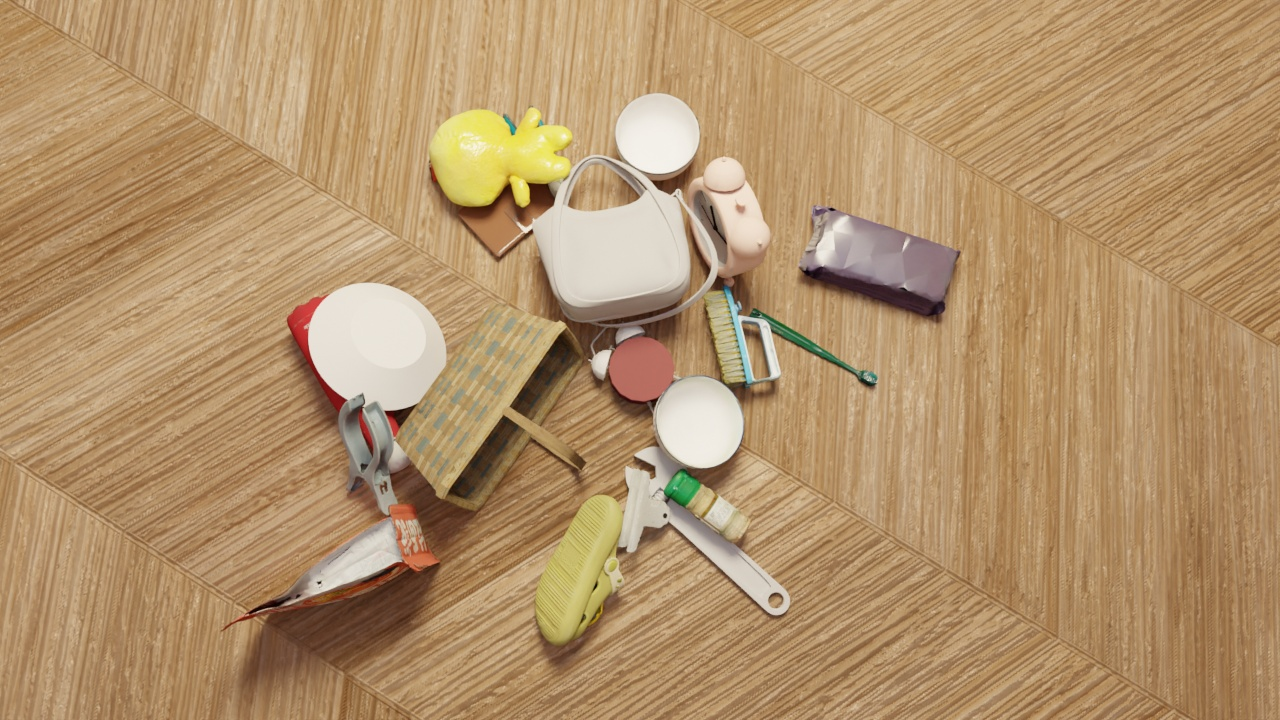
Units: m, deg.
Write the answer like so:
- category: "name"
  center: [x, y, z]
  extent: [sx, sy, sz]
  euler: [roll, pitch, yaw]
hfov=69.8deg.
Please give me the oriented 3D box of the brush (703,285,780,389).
- category: "brush"
  center: [0.130, -0.033, 1.192]
  extent: [0.075, 0.055, 0.135]
  euler: [-13, 81, 0]

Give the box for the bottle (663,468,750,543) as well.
- category: "bottle"
  center: [0.084, 0.182, 1.145]
  extent: [0.111, 0.043, 0.043]
  euler: [37, 81, 0]

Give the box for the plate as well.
- category: "plate"
  center: [-0.318, -0.026, 1.138]
  extent: [0.173, 0.036, 0.173]
  euler: [15, 60, -28]

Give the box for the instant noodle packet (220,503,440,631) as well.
- category: "instant noodle packet"
  center: [-0.362, 0.251, 1.073]
  extent: [0.221, 0.164, 0.084]
  euler: [-25, 84, -6]

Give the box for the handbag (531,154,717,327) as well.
- category: "handbag"
  center: [-0.026, -0.163, 1.164]
  extent: [0.215, 0.096, 0.222]
  euler: [-11, 69, -5]

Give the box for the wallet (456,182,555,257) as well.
- category: "wallet"
  center: [-0.173, -0.205, 1.230]
  extent: [0.121, 0.013, 0.087]
  euler: [-43, 83, -10]

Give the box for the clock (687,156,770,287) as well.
- category: "clock"
  center: [0.118, -0.177, 1.162]
  extent: [0.086, 0.160, 0.131]
  euler: [-21, 82, -6]

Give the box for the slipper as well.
- category: "slipper"
  center: [-0.063, 0.260, 1.134]
  extent: [0.081, 0.092, 0.190]
  euler: [24, 90, -38]

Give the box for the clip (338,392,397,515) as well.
- category: "clip"
  center: [-0.342, 0.106, 1.115]
  extent: [0.106, 0.164, 0.027]
  euler: [23, 37, 28]

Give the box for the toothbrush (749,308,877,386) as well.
- category: "toothbrush"
  center: [0.230, -0.018, 1.213]
  extent: [0.190, 0.017, 0.016]
  euler: [30, 81, 2]

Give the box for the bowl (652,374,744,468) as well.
- category: "bowl"
  center: [0.066, 0.081, 1.162]
  extent: [0.118, 0.062, 0.118]
  euler: [4, 76, -17]

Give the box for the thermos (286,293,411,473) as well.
- category: "thermos"
  center: [-0.358, 0.033, 1.155]
  extent: [0.073, 0.073, 0.240]
  euler: [-30, 85, -7]

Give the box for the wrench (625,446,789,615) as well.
- category: "wrench"
  center: [0.091, 0.216, 1.172]
  extent: [0.273, 0.018, 0.086]
  euler: [41, 82, 3]

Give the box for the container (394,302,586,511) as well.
- category: "container"
  center: [-0.151, 0.073, 1.119]
  extent: [0.186, 0.157, 0.249]
  euler: [32, 81, 14]

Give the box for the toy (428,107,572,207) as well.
- category: "toy"
  center: [-0.188, -0.266, 1.191]
  extent: [0.208, 0.092, 0.133]
  euler: [3, 76, 8]

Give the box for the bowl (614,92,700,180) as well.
- category: "bowl"
  center: [0.022, -0.292, 1.226]
  extent: [0.113, 0.063, 0.113]
  euler: [0, 81, -2]

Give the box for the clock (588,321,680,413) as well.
- category: "clock"
  center: [-0.007, 0.007, 1.187]
  extent: [0.124, 0.044, 0.087]
  euler: [41, 82, 4]

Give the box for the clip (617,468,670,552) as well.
- category: "clip"
  center: [0.003, 0.188, 1.150]
  extent: [0.058, 0.054, 0.102]
  euler: [8, 84, 33]

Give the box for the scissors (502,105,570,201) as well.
- category: "scissors"
  center: [-0.140, -0.280, 1.235]
  extent: [0.149, 0.019, 0.130]
  euler: [20, 70, -6]

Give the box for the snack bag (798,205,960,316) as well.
- category: "snack bag"
  center: [0.317, -0.134, 1.215]
  extent: [0.205, 0.058, 0.096]
  euler: [18, 81, 0]
